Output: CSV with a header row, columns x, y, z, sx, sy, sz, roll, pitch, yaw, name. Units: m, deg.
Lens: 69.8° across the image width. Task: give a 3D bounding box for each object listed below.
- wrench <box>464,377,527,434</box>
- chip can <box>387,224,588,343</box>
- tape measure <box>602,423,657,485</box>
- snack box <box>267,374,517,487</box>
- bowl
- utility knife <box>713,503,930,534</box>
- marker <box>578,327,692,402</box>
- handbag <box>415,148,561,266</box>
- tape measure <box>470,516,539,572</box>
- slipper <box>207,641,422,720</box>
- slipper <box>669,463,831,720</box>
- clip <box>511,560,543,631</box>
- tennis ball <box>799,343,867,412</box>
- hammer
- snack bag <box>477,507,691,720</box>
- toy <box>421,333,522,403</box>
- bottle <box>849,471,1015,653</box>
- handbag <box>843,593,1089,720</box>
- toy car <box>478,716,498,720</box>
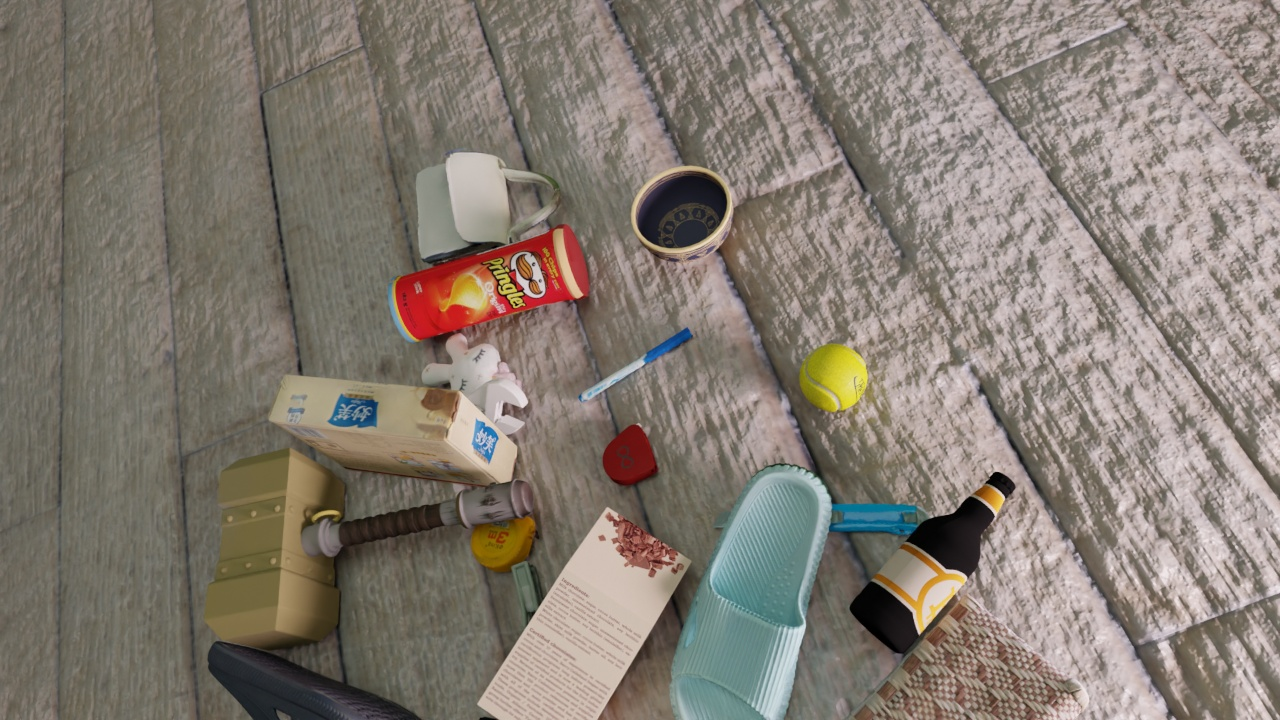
x,y,z,sx,sy,sz,roll,pitch,yaw,name
-0.250,0.052,1.027,0.274,0.066,0.018,-1,22,21,wrench
-0.172,-0.086,1.049,0.213,0.087,0.087,-15,62,10,chip can
-0.013,0.100,0.949,0.051,0.019,0.059,-25,53,6,tape measure
-0.251,0.076,0.954,0.208,0.153,0.055,4,65,18,snack box
0.051,-0.154,1.028,0.112,0.061,0.112,-7,63,13,bowl
0.171,0.151,0.872,0.207,0.015,0.031,-5,59,16,utility knife
-0.006,0.006,0.997,0.142,0.013,0.013,-32,60,0,marker
-0.183,-0.188,1.108,0.176,0.074,0.151,-14,62,9,handbag
-0.141,0.186,0.938,0.068,0.030,0.058,3,65,23,tape measure
-0.319,0.344,0.873,0.268,0.111,0.083,13,72,25,slipper
0.098,0.219,0.824,0.116,0.069,0.275,14,74,26,slipper
-0.108,0.237,0.905,0.023,0.043,0.076,-23,61,7,clip
0.189,0.017,0.901,0.065,0.065,0.065,-7,63,13,tennis ball
-0.265,0.171,0.937,0.325,0.101,0.190,-13,62,12,hammer
-0.047,0.247,0.843,0.094,0.070,0.206,31,76,8,snack bag
-0.188,0.015,1.032,0.125,0.037,0.076,25,78,30,toy
0.264,0.170,0.807,0.181,0.059,0.059,-46,61,-8,bottle
0.257,0.299,0.756,0.185,0.047,0.124,-43,53,-7,handbag
-0.111,0.368,0.838,0.112,0.034,0.046,22,72,26,toy car
